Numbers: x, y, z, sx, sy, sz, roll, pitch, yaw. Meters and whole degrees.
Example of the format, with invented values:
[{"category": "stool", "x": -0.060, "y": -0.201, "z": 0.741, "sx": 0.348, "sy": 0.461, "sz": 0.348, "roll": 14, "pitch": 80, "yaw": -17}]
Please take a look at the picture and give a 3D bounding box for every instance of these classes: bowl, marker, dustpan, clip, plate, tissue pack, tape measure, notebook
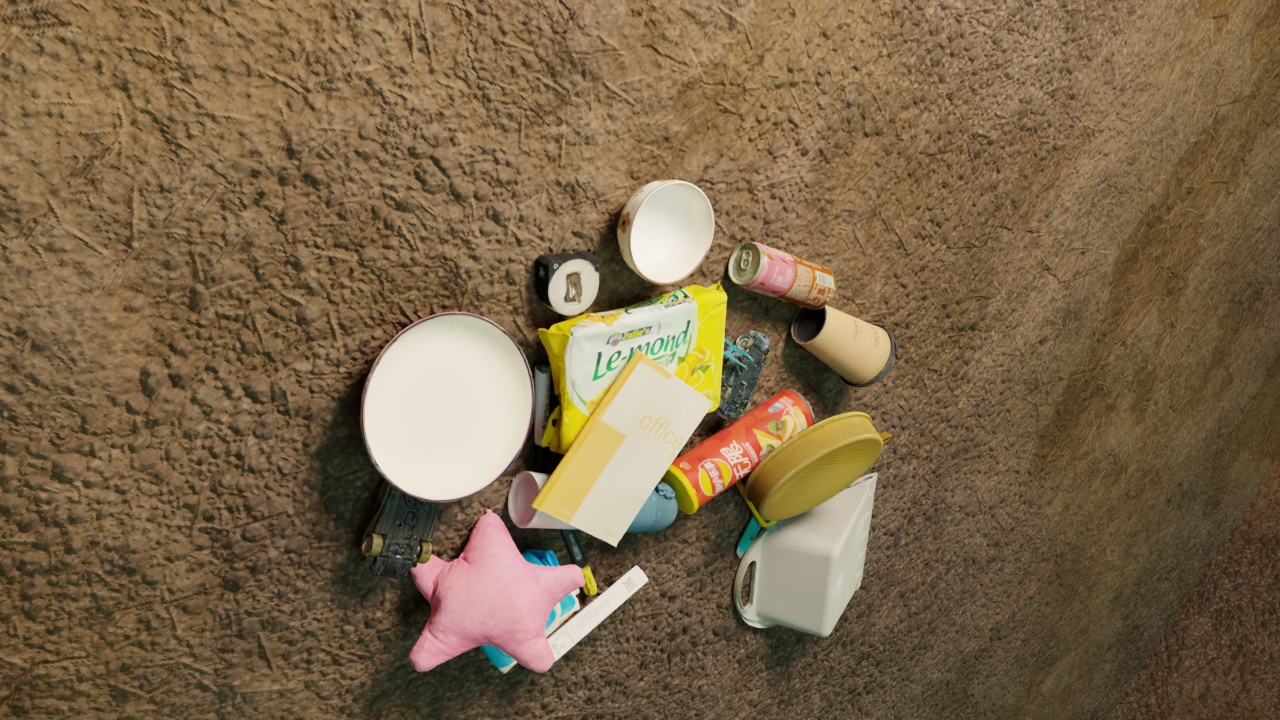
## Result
[{"category": "bowl", "x": 0.018, "y": -0.145, "z": 1.002, "sx": 0.113, "sy": 0.062, "sz": 0.114, "roll": -16, "pitch": 119, "yaw": -32}, {"category": "marker", "x": -0.077, "y": 0.248, "z": 1.145, "sx": 0.018, "sy": 0.015, "sz": 0.124, "roll": -33, "pitch": 125, "yaw": -25}, {"category": "dustpan", "x": 0.256, "y": 0.306, "z": 1.426, "sx": 0.257, "sy": 0.143, "sz": 0.223, "roll": -38, "pitch": 136, "yaw": -56}, {"category": "clip", "x": 0.115, "y": -0.010, "z": 1.148, "sx": 0.046, "sy": 0.057, "sz": 0.014, "roll": -53, "pitch": 169, "yaw": -5}, {"category": "plate", "x": -0.197, "y": 0.045, "z": 0.926, "sx": 0.192, "sy": 0.039, "sz": 0.192, "roll": -7, "pitch": 101, "yaw": -39}, {"category": "marker", "x": -0.110, "y": 0.062, "z": 1.032, "sx": 0.022, "sy": 0.018, "sz": 0.131, "roll": -27, "pitch": 127, "yaw": -51}, {"category": "tissue pack", "x": -0.142, "y": 0.295, "z": 1.085, "sx": 0.139, "sy": 0.063, "sz": 0.090, "roll": -39, "pitch": 129, "yaw": -16}, {"category": "tape measure", "x": -0.077, "y": -0.083, "z": 0.979, "sx": 0.065, "sy": 0.033, "sz": 0.066, "roll": -13, "pitch": 118, "yaw": -30}, {"category": "notebook", "x": -0.016, "y": 0.103, "z": 1.038, "sx": 0.146, "sy": 0.010, "sz": 0.206, "roll": 35, "pitch": 89, "yaw": -42}]

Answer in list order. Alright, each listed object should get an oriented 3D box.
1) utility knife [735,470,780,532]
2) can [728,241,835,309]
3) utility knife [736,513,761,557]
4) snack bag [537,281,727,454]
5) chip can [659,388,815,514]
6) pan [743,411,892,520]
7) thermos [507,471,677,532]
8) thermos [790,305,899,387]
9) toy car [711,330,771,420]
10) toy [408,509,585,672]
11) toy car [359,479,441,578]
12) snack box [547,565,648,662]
[{"category": "utility knife", "x": 0.161, "y": 0.188, "z": 1.284, "sx": 0.033, "sy": 0.015, "sz": 0.173, "roll": -37, "pitch": 123, "yaw": -7}, {"category": "can", "x": 0.178, "y": -0.104, "z": 1.144, "sx": 0.147, "sy": 0.058, "sz": 0.058, "roll": 12, "pitch": 103, "yaw": -40}, {"category": "utility knife", "x": 0.179, "y": 0.214, "z": 1.322, "sx": 0.029, "sy": 0.013, "sz": 0.160, "roll": 25, "pitch": 94, "yaw": -36}, {"category": "snack bag", "x": -0.006, "y": 0.006, "z": 1.049, "sx": 0.245, "sy": 0.068, "sz": 0.158, "roll": -16, "pitch": 121, "yaw": -32}, {"category": "chip can", "x": 0.129, "y": 0.117, "z": 1.200, "sx": 0.216, "sy": 0.073, "sz": 0.073, "roll": -29, "pitch": 125, "yaw": -23}, {"category": "pan", "x": 0.278, "y": 0.135, "z": 1.287, "sx": 0.356, "sy": 0.078, "sz": 0.198, "roll": 5, "pitch": 136, "yaw": -46}, {"category": "thermos", "x": -0.050, "y": 0.170, "z": 1.097, "sx": 0.220, "sy": 0.070, "sz": 0.070, "roll": 10, "pitch": 104, "yaw": -40}, {"category": "thermos", "x": 0.273, "y": -0.025, "z": 1.237, "sx": 0.143, "sy": 0.093, "sz": 0.093, "roll": 26, "pitch": 93, "yaw": -34}, {"category": "toy car", "x": 0.127, "y": 0.018, "z": 1.179, "sx": 0.054, "sy": 0.037, "sz": 0.120, "roll": 34, "pitch": 79, "yaw": -41}, {"category": "toy", "x": -0.158, "y": 0.252, "z": 1.011, "sx": 0.194, "sy": 0.075, "sz": 0.178, "roll": 1, "pitch": 70, "yaw": -8}, {"category": "toy car", "x": -0.241, "y": 0.150, "z": 0.956, "sx": 0.070, "sy": 0.042, "sz": 0.158, "roll": 22, "pitch": 86, "yaw": -40}, {"category": "snack box", "x": -0.064, "y": 0.319, "z": 1.134, "sx": 0.156, "sy": 0.027, "sz": 0.085, "roll": -34, "pitch": 169, "yaw": -30}]
